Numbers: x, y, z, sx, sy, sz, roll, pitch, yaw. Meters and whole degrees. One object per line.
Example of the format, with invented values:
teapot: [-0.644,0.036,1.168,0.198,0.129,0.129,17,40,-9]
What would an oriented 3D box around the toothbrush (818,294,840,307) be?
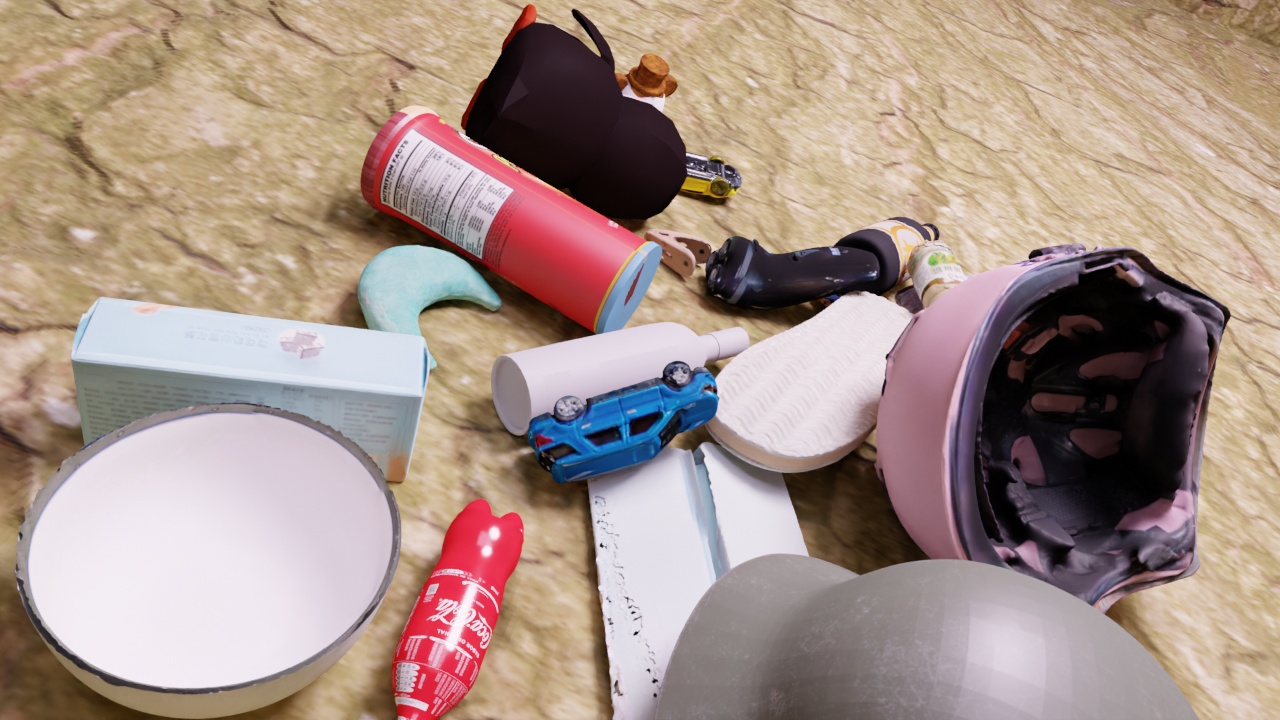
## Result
toothbrush: [0.174,-0.035,0.780,0.021,0.017,0.135,0,45,-32]

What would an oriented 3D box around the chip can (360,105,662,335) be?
chip can: [-0.096,-0.102,0.681,0.213,0.087,0.086,31,41,9]

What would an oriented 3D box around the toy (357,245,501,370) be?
toy: [-0.152,-0.042,0.634,0.085,0.033,0.105,38,43,-2]

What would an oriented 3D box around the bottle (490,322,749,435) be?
bottle: [-0.004,0.004,0.630,0.194,0.053,0.052,-13,51,-35]

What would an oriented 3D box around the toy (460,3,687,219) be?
toy: [-0.044,-0.181,0.757,0.184,0.159,0.140,27,26,-22]

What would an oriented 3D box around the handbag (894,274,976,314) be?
handbag: [0.296,-0.003,0.766,0.126,0.069,0.158,-4,44,-7]

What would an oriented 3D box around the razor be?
razor: [0.124,-0.077,0.753,0.140,0.064,0.053,-6,36,1]

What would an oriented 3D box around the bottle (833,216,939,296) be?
bottle: [0.236,-0.102,0.848,0.059,0.059,0.181,40,35,20]

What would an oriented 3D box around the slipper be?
slipper: [0.133,0.014,0.677,0.115,0.052,0.262,32,38,23]

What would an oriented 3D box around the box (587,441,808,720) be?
box: [0.043,0.126,0.526,0.136,0.044,0.196,8,38,-15]

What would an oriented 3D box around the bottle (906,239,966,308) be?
bottle: [0.249,-0.053,0.746,0.043,0.043,0.110,11,40,-12]

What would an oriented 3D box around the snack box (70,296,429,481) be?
snack box: [-0.208,0.019,0.505,0.174,0.075,0.053,6,43,-17]

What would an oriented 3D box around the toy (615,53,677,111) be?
toy: [-0.011,-0.236,0.852,0.087,0.113,0.067,-9,61,-33]

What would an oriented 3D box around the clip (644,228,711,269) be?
clip: [0.031,-0.097,0.782,0.061,0.026,0.049,-7,38,-20]

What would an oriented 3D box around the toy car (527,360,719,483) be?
toy car: [-0.008,0.040,0.561,0.120,0.056,0.043,-19,65,-5]

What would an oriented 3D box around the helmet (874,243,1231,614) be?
helmet: [0.247,0.039,0.593,0.254,0.230,0.153,-8,12,-29]

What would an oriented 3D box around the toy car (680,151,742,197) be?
toy car: [0.046,-0.179,0.872,0.107,0.030,0.049,12,40,-8]

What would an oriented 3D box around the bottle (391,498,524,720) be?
bottle: [-0.094,0.131,0.457,0.042,0.042,0.141,19,40,-3]

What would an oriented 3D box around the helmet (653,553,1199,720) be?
helmet: [0.158,0.187,0.397,0.268,0.154,0.226,40,48,-13]

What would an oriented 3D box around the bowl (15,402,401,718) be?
bowl: [-0.193,0.098,0.425,0.153,0.073,0.153,12,40,-11]
